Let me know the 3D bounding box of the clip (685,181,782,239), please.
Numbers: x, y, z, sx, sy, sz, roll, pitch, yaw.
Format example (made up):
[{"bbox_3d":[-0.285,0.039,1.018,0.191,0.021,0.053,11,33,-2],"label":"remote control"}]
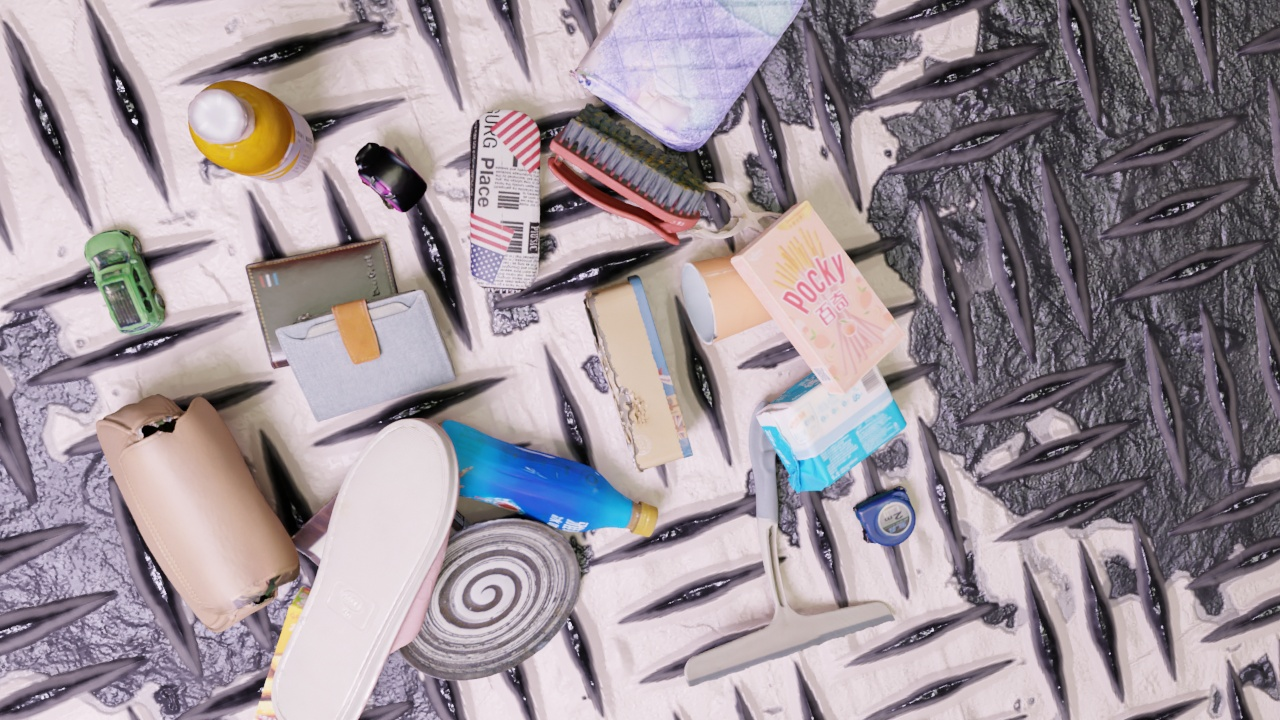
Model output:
[{"bbox_3d":[0.086,-0.124,0.862,0.103,0.035,0.092,33,86,-19],"label":"clip"}]

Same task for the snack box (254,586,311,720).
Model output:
[{"bbox_3d":[-0.284,0.276,0.823,0.087,0.033,0.141,21,110,-7],"label":"snack box"}]

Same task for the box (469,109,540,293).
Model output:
[{"bbox_3d":[-0.122,-0.142,0.825,0.071,0.057,0.164,4,95,7],"label":"box"}]

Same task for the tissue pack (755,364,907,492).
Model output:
[{"bbox_3d":[0.182,0.054,0.872,0.139,0.063,0.090,-33,100,-23],"label":"tissue pack"}]

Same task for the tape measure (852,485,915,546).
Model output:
[{"bbox_3d":[0.247,0.159,0.923,0.058,0.025,0.054,-24,101,-2],"label":"tape measure"}]

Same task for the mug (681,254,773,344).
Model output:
[{"bbox_3d":[0.108,-0.068,0.852,0.122,0.078,0.078,-16,98,-12],"label":"mug"}]

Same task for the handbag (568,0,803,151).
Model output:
[{"bbox_3d":[0.046,-0.291,0.816,0.134,0.075,0.194,36,88,-7],"label":"handbag"}]

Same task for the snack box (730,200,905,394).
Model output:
[{"bbox_3d":[0.159,-0.055,0.817,0.084,0.026,0.157,-41,101,-14],"label":"snack box"}]

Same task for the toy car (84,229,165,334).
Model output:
[{"bbox_3d":[-0.441,-0.067,0.782,0.043,0.036,0.091,-20,95,-5],"label":"toy car"}]

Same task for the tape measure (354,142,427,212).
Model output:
[{"bbox_3d":[-0.217,-0.156,0.796,0.058,0.057,0.039,40,85,5],"label":"tape measure"}]

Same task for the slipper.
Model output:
[{"bbox_3d":[-0.221,0.180,0.761,0.114,0.054,0.274,18,84,22],"label":"slipper"}]

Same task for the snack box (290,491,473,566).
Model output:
[{"bbox_3d":[-0.229,0.160,0.831,0.113,0.053,0.125,-44,101,-2],"label":"snack box"}]

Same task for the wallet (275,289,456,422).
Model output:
[{"bbox_3d":[-0.238,-0.006,0.803,0.129,0.037,0.107,-17,126,-7],"label":"wallet"}]

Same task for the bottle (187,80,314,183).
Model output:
[{"bbox_3d":[-0.302,-0.177,0.712,0.068,0.189,0.068,-1,97,-9],"label":"bottle"}]

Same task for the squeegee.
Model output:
[{"bbox_3d":[0.128,0.161,0.897,0.246,0.039,0.246,-8,91,-27],"label":"squeegee"}]

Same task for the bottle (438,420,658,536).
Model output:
[{"bbox_3d":[-0.089,0.117,0.843,0.218,0.065,0.065,19,93,-10],"label":"bottle"}]

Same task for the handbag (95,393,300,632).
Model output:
[{"bbox_3d":[-0.362,0.122,0.763,0.099,0.148,0.204,-32,103,-35],"label":"handbag"}]

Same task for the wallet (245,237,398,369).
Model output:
[{"bbox_3d":[-0.278,-0.051,0.819,0.122,0.020,0.096,-13,98,-10],"label":"wallet"}]

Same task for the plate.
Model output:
[{"bbox_3d":[-0.140,0.217,0.843,0.179,0.024,0.180,-12,119,-22],"label":"plate"}]

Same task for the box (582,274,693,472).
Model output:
[{"bbox_3d":[-0.005,0.005,0.833,0.059,0.089,0.184,-15,100,-1],"label":"box"}]

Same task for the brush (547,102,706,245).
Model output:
[{"bbox_3d":[-0.011,-0.162,0.823,0.146,0.063,0.069,32,126,-4],"label":"brush"}]
